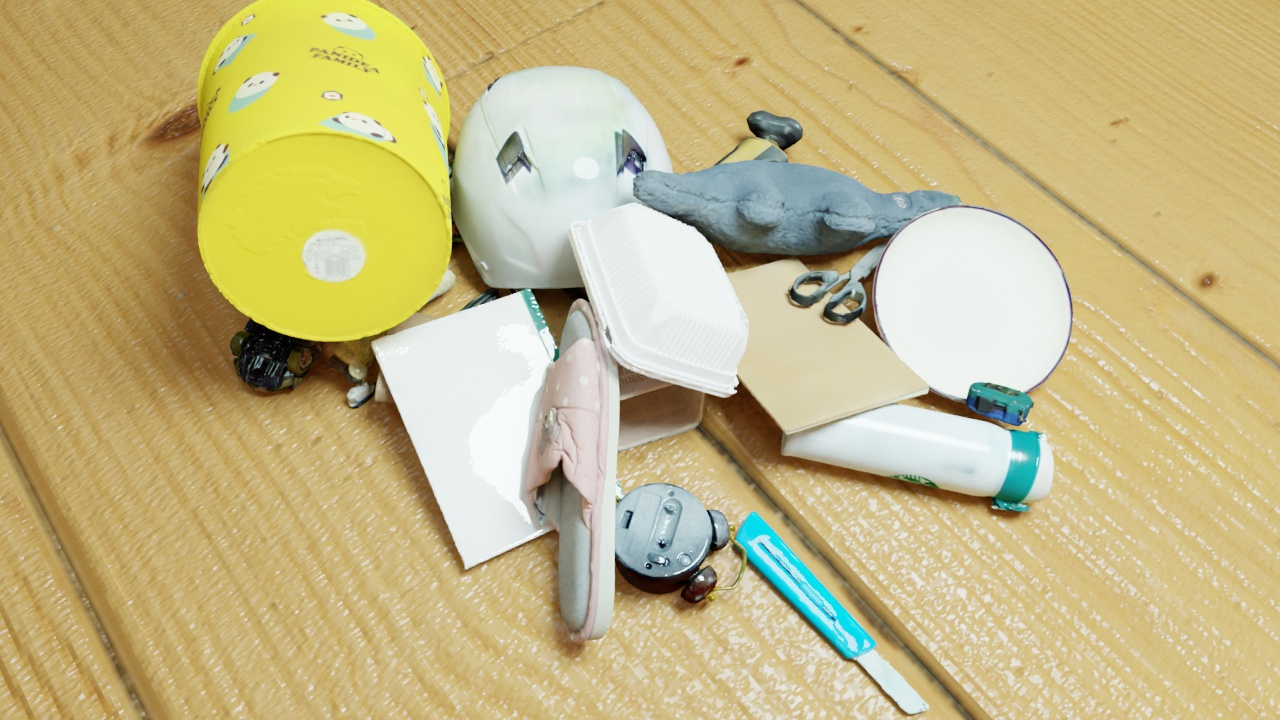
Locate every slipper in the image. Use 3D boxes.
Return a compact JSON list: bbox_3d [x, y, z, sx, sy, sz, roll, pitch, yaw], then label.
[{"bbox_3d":[-0.057,0.084,0.733,0.054,0.114,0.274,3,78,-21],"label":"slipper"}]

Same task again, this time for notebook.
[{"bbox_3d":[-0.122,0.052,0.790,0.150,0.012,0.209,-22,79,-20],"label":"notebook"},{"bbox_3d":[0.136,-0.022,0.830,0.149,0.012,0.211,-14,44,-23],"label":"notebook"}]

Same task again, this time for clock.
[{"bbox_3d":[0.027,0.151,0.749,0.122,0.055,0.081,16,59,7],"label":"clock"}]

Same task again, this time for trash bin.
[{"bbox_3d":[-0.265,-0.163,0.784,0.229,0.230,0.255,-13,40,-9],"label":"trash bin"}]

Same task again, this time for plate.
[{"bbox_3d":[0.306,-0.050,0.865,0.192,0.039,0.192,1,77,-5],"label":"plate"}]

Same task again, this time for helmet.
[{"bbox_3d":[-0.076,-0.198,0.887,0.229,0.146,0.258,-2,58,-11],"label":"helmet"}]

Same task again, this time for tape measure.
[{"bbox_3d":[0.312,0.035,0.796,0.054,0.025,0.058,19,17,26],"label":"tape measure"}]

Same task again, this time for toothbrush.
[{"bbox_3d":[-0.203,-0.016,0.867,0.015,0.018,0.180,38,64,23],"label":"toothbrush"}]

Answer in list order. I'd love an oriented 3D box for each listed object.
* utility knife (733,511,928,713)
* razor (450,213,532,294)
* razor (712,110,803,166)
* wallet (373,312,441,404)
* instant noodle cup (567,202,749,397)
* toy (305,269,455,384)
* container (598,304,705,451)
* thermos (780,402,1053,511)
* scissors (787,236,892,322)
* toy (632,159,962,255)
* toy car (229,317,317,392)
[{"bbox_3d":[0.151,0.205,0.742,0.034,0.018,0.202,-37,68,-21],"label":"utility knife"},{"bbox_3d":[-0.155,-0.105,0.917,0.042,0.022,0.142,-37,67,-19],"label":"razor"},{"bbox_3d":[0.097,-0.203,0.965,0.167,0.062,0.067,-39,99,-16],"label":"razor"},{"bbox_3d":[-0.172,0.005,0.817,0.115,0.033,0.090,10,74,-17],"label":"wallet"},{"bbox_3d":[0.023,-0.061,0.765,0.138,0.060,0.173,17,37,-37],"label":"instant noodle cup"},{"bbox_3d":[-0.238,-0.046,0.861,0.105,0.066,0.156,38,57,2],"label":"toy"},{"bbox_3d":[-0.005,0.005,0.817,0.090,0.090,0.110,-16,58,-11],"label":"container"},{"bbox_3d":[0.238,0.076,0.794,0.224,0.073,0.073,12,59,5],"label":"thermos"},{"bbox_3d":[0.220,-0.082,0.892,0.173,0.014,0.142,-6,41,-14],"label":"scissors"},{"bbox_3d":[0.141,-0.149,0.886,0.355,0.138,0.091,0,93,-21],"label":"toy"},{"bbox_3d":[-0.322,-0.041,0.862,0.070,0.042,0.157,16,61,8],"label":"toy car"}]
